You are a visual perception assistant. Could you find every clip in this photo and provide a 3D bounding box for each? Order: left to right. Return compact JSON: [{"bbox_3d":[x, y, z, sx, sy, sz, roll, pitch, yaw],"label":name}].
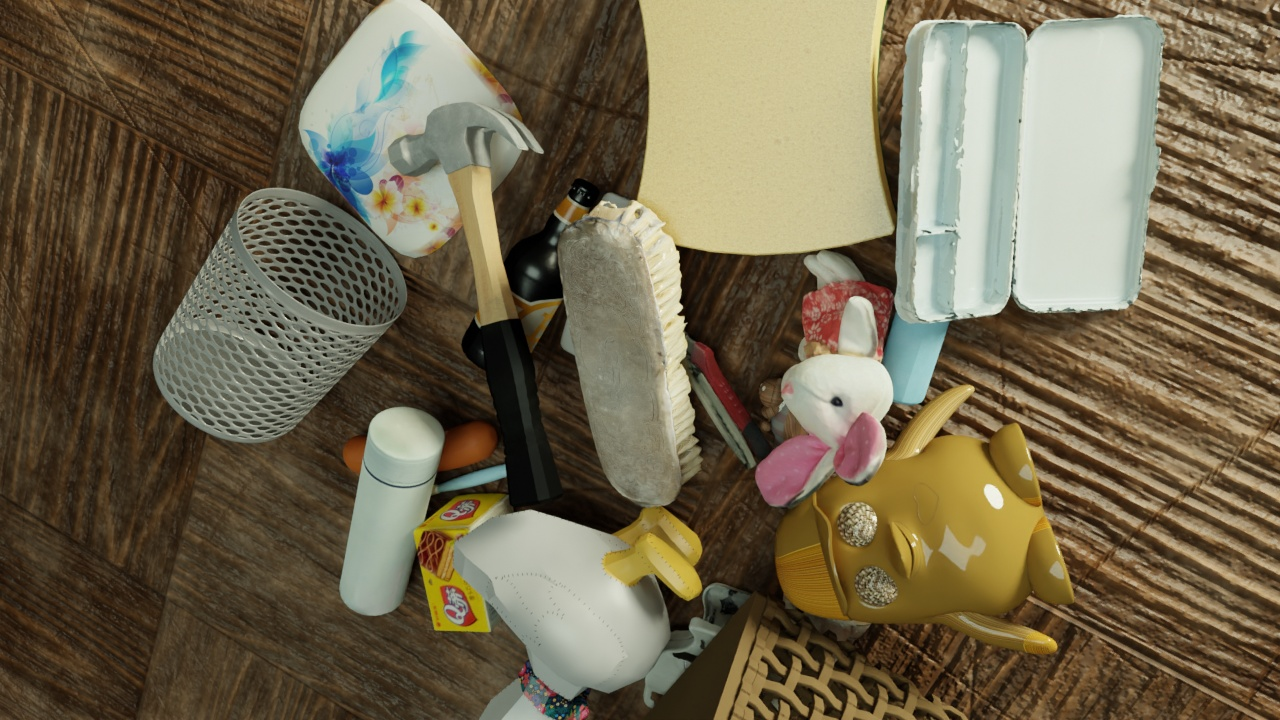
[{"bbox_3d":[0.070,0.277,0.831,0.125,0.074,0.144,14,114,12],"label":"clip"}]

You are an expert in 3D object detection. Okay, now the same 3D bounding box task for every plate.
[{"bbox_3d":[-0.209,-0.202,0.808,0.187,0.016,0.187,-42,89,23],"label":"plate"}]

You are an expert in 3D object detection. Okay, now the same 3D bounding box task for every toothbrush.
[{"bbox_3d":[-0.183,0.120,0.889,0.155,0.022,0.016,-17,142,22],"label":"toothbrush"}]

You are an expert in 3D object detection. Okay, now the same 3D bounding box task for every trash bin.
[{"bbox_3d":[-0.327,-0.033,0.822,0.156,0.156,0.184,47,116,1],"label":"trash bin"}]

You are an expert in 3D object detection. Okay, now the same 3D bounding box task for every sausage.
[{"bbox_3d":[-0.210,0.086,0.876,0.164,0.039,0.044,-8,105,20],"label":"sausage"}]

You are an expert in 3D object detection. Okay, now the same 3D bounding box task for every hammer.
[{"bbox_3d":[-0.117,-0.046,0.744,0.131,0.039,0.328,-13,88,30],"label":"hammer"}]

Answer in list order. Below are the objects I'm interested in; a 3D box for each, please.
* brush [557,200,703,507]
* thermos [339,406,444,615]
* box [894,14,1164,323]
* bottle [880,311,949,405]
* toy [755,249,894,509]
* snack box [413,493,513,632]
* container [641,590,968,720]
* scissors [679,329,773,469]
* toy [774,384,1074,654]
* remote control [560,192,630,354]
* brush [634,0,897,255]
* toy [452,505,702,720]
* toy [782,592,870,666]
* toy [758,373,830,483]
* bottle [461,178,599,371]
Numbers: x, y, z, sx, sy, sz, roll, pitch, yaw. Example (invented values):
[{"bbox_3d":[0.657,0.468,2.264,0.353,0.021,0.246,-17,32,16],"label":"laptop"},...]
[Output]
[{"bbox_3d":[-0.005,0.004,0.732,0.083,0.056,0.272,9,126,28],"label":"brush"},{"bbox_3d":[-0.235,0.145,0.855,0.068,0.067,0.231,28,127,9],"label":"thermos"},{"bbox_3d":[0.267,-0.132,0.642,0.192,0.061,0.210,-7,105,-11],"label":"box"},{"bbox_3d":[0.215,-0.031,0.703,0.040,0.040,0.130,17,109,13],"label":"bottle"},{"bbox_3d":[0.144,0.010,0.681,0.084,0.159,0.194,15,72,-16],"label":"toy"},{"bbox_3d":[-0.158,0.188,0.863,0.061,0.083,0.106,-3,104,20],"label":"snack box"},{"bbox_3d":[0.100,0.369,0.704,0.214,0.218,0.252,32,127,2],"label":"container"},{"bbox_3d":[0.050,0.004,0.764,0.146,0.015,0.188,17,131,51],"label":"scissors"},{"bbox_3d":[0.197,0.133,0.686,0.204,0.162,0.198,-17,77,19],"label":"toy"},{"bbox_3d":[-0.032,-0.068,0.787,0.045,0.008,0.147,27,112,23],"label":"remote control"},{"bbox_3d":[0.092,-0.207,0.676,0.195,0.075,0.250,3,105,17],"label":"brush"},{"bbox_3d":[-0.064,0.237,0.796,0.268,0.140,0.246,-44,95,11],"label":"toy"},{"bbox_3d":[0.162,0.224,0.784,0.085,0.074,0.106,8,111,2],"label":"toy"},{"bbox_3d":[0.126,0.053,0.756,0.055,0.041,0.102,-6,96,0],"label":"toy"},{"bbox_3d":[-0.088,-0.073,0.781,0.059,0.059,0.182,35,112,6],"label":"bottle"}]
